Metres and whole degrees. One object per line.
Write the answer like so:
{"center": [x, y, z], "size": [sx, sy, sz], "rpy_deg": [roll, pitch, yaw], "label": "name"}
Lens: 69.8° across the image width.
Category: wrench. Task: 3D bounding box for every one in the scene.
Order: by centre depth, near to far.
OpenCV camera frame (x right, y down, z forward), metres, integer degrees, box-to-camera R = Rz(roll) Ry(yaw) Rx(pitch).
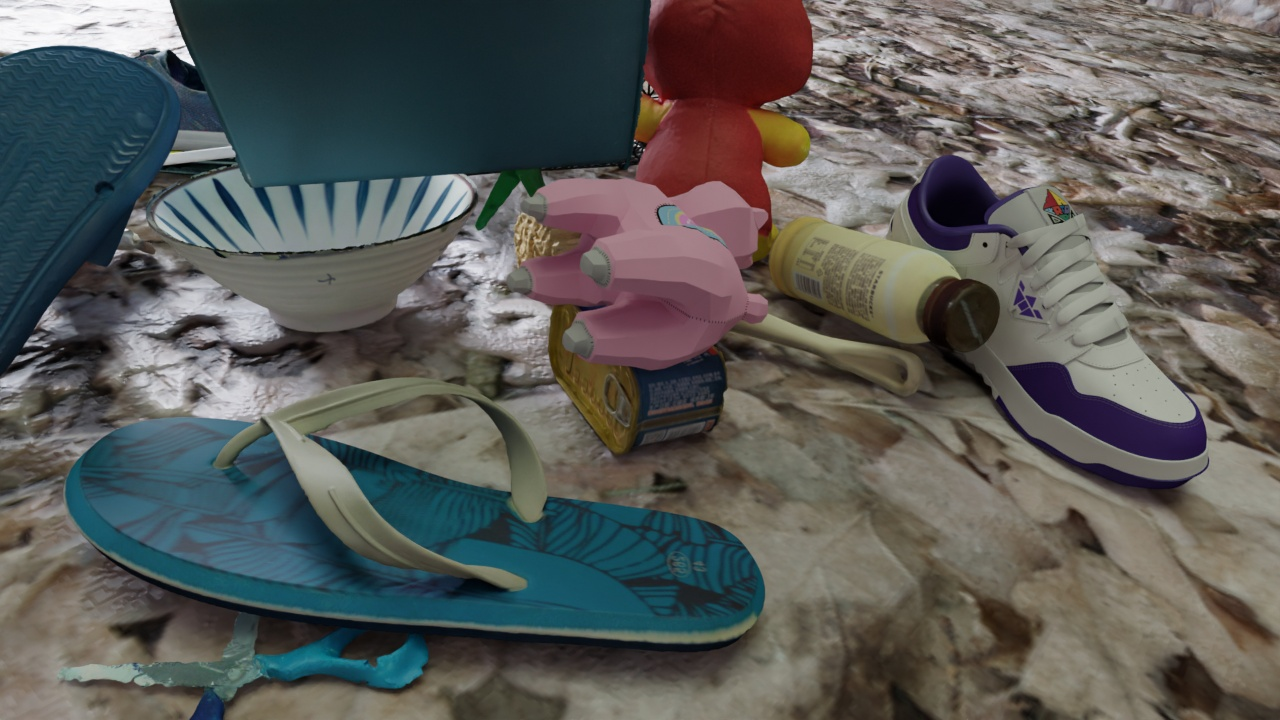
{"center": [-0.295, -0.135, 0.607], "size": [0.274, 0.009, 0.047], "rpy_deg": [-3, 13, 15], "label": "wrench"}

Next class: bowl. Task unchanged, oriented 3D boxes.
{"center": [-0.182, -0.063, 0.532], "size": [0.177, 0.071, 0.177], "rpy_deg": [1, 29, -1], "label": "bowl"}

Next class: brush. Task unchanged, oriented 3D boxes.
{"center": [0.041, -0.035, 0.568], "size": [0.272, 0.062, 0.077], "rpy_deg": [22, 51, 14], "label": "brush"}

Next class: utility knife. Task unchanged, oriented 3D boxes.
{"center": [-0.299, -0.145, 0.683], "size": [0.174, 0.020, 0.028], "rpy_deg": [-1, 31, -16], "label": "utility knife"}

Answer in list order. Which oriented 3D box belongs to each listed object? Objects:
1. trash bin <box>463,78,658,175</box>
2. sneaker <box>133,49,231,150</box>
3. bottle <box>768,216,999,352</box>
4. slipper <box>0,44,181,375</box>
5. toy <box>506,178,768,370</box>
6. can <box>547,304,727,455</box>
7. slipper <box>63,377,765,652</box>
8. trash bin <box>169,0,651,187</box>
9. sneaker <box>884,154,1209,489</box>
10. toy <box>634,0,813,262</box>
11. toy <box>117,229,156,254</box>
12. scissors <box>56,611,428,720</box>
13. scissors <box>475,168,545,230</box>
{"center": [-0.084, -0.249, 0.736], "size": [0.242, 0.217, 0.217], "rpy_deg": [-16, 39, -22], "label": "trash bin"}
{"center": [-0.384, -0.200, 0.699], "size": [0.235, 0.079, 0.087], "rpy_deg": [3, 33, -9], "label": "sneaker"}
{"center": [0.146, -0.047, 0.565], "size": [0.056, 0.056, 0.162], "rpy_deg": [-9, 22, -25], "label": "bottle"}
{"center": [-0.321, -0.074, 0.467], "size": [0.104, 0.059, 0.213], "rpy_deg": [27, 70, -9], "label": "slipper"}
{"center": [0.015, -0.052, 0.472], "size": [0.157, 0.067, 0.123], "rpy_deg": [-8, 37, -36], "label": "toy"}
{"center": [-0.003, 0.003, 0.493], "size": [0.059, 0.054, 0.100], "rpy_deg": [-9, 37, -28], "label": "can"}
{"center": [-0.092, 0.056, 0.373], "size": [0.295, 0.060, 0.118], "rpy_deg": [10, 26, 1], "label": "slipper"}
{"center": [-0.128, -0.207, 0.507], "size": [0.218, 0.197, 0.199], "rpy_deg": [-13, 62, -13], "label": "trash bin"}
{"center": [0.239, -0.039, 0.540], "size": [0.091, 0.111, 0.244], "rpy_deg": [-17, 45, -25], "label": "sneaker"}
{"center": [0.052, -0.179, 0.637], "size": [0.147, 0.216, 0.098], "rpy_deg": [5, 9, -7], "label": "toy"}
{"center": [-0.351, -0.097, 0.554], "size": [0.050, 0.087, 0.112], "rpy_deg": [-40, 97, -22], "label": "toy"}
{"center": [-0.142, 0.115, 0.324], "size": [0.127, 0.014, 0.132], "rpy_deg": [5, 34, -4], "label": "scissors"}
{"center": [-0.078, -0.147, 0.651], "size": [0.127, 0.125, 0.011], "rpy_deg": [-26, 21, 4], "label": "scissors"}
